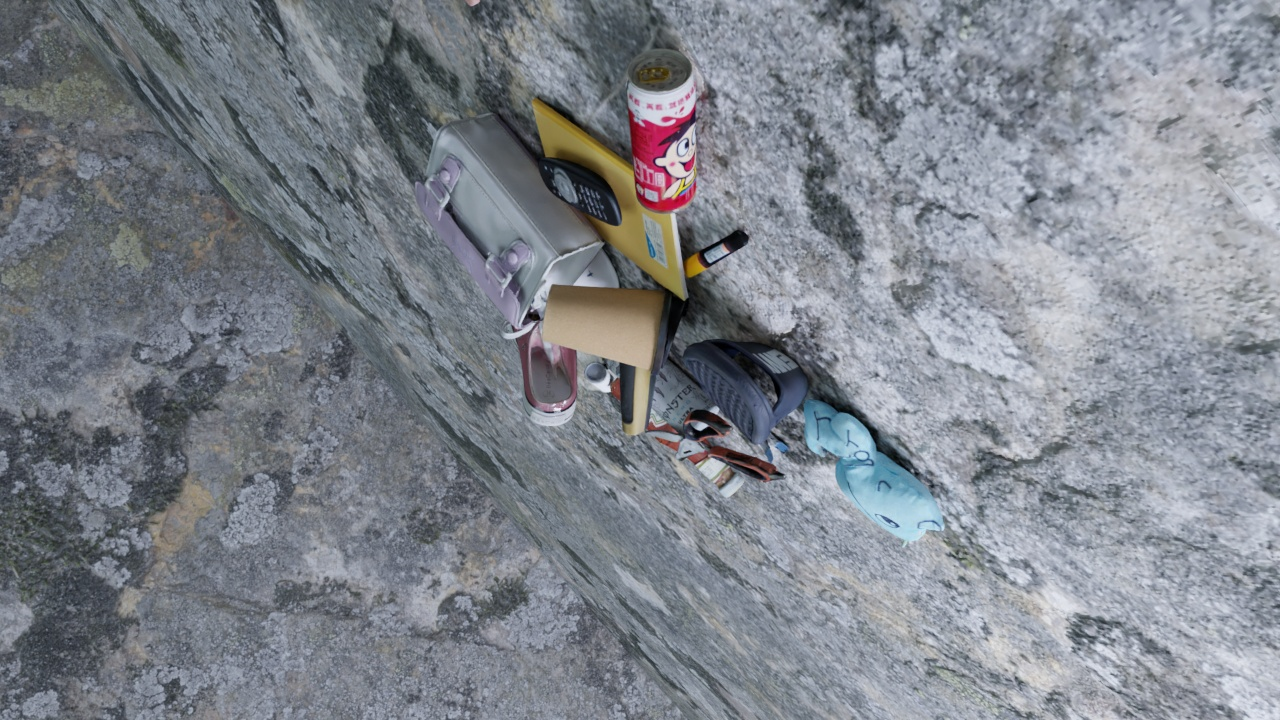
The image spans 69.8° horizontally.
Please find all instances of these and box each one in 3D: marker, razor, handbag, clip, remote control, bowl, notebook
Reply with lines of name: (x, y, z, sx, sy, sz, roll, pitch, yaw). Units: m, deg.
marker: (0.067, -0.098, 0.847, 0.018, 0.015, 0.124, 55, 158, -6)
razor: (-0.006, 0.006, 1.042, 0.062, 0.067, 0.168, 23, 120, 41)
handbag: (-0.153, -0.148, 0.999, 0.197, 0.098, 0.145, 51, 140, 12)
clip: (0.139, 0.087, 1.035, 0.058, 0.044, 0.027, 52, 167, 14)
remote control: (-0.055, -0.168, 0.895, 0.136, 0.024, 0.053, 34, 155, 45)
bowl: (-0.088, -0.103, 1.075, 0.118, 0.064, 0.118, 40, 157, 20)
notebook: (-0.031, -0.159, 0.912, 0.206, 0.010, 0.146, 40, 159, 32)

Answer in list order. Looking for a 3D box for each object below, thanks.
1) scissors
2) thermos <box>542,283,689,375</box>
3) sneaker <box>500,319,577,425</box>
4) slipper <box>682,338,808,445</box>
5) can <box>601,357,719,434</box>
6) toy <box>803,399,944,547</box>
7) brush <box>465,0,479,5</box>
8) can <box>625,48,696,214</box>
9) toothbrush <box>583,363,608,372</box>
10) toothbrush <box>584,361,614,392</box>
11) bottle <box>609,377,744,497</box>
scissors: (0.072, 0.094, 1.022, 0.225, 0.015, 0.189, 21, 159, 31)
thermos: (-0.026, -0.039, 0.950, 0.143, 0.092, 0.093, 10, 155, 0)
sneaker: (-0.114, -0.033, 1.113, 0.240, 0.118, 0.088, -102, 19, -46)
slipper: (0.109, 0.020, 0.909, 0.110, 0.083, 0.268, 47, 178, 13)
can: (0.024, 0.028, 1.099, 0.147, 0.058, 0.058, 42, 159, 14)
toy: (0.219, 0.111, 0.879, 0.161, 0.049, 0.156, 22, 146, 58)
brush: (-0.191, -0.369, 0.786, 0.145, 0.073, 0.063, 44, 160, 13)
can: (0.018, -0.181, 0.738, 0.053, 0.053, 0.133, 38, 157, 24)
toothbrush: (-0.050, 0.011, 1.277, 0.015, 0.018, 0.181, 48, 161, -9)
toothbrush: (-0.047, 0.027, 1.208, 0.026, 0.027, 0.221, 60, 180, 7)
bottle: (0.049, 0.089, 1.163, 0.206, 0.059, 0.060, 46, 160, 3)
